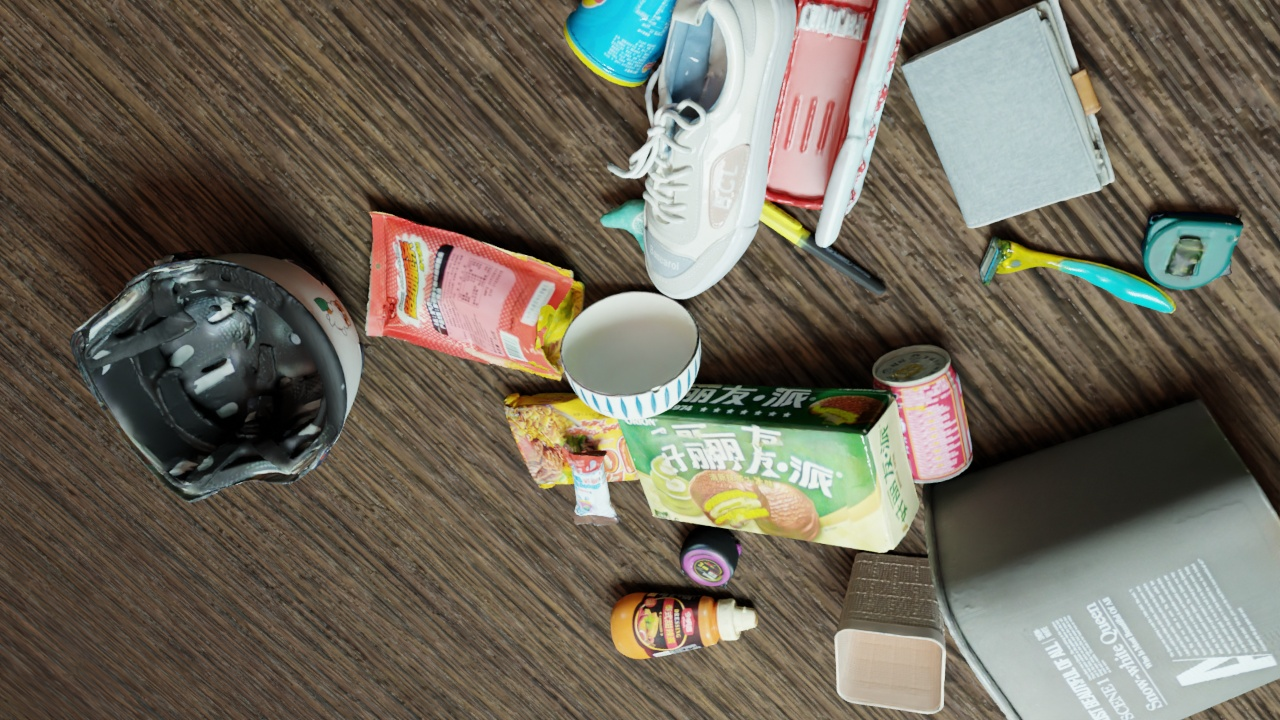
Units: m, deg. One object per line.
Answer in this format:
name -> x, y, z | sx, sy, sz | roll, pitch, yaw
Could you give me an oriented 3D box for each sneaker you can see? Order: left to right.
sneaker -> 0.035, -0.140, 0.635 | 0.089, 0.090, 0.243 | 36, 131, 29

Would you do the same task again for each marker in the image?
marker -> 0.140, -0.088, 0.717 | 0.124, 0.018, 0.015 | 33, 130, -2

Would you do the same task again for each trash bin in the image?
trash bin -> 0.359, 0.160, 0.688 | 0.220, 0.198, 0.199 | -30, 106, 26

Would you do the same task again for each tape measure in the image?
tape measure -> 0.068, 0.191, 0.899 | 0.057, 0.039, 0.058 | 17, 128, 10
tape measure -> 0.378, -0.076, 0.634 | 0.058, 0.025, 0.055 | 7, 121, 17

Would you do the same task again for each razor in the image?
razor -> 0.317, -0.060, 0.663 | 0.132, 0.028, 0.043 | 17, 147, 14

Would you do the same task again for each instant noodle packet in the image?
instant noodle packet -> -0.057, 0.075, 0.873 | 0.129, 0.044, 0.111 | -6, 121, 23

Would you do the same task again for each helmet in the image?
helmet -> -0.374, -0.002, 0.876 | 0.275, 0.156, 0.230 | -24, 107, 19

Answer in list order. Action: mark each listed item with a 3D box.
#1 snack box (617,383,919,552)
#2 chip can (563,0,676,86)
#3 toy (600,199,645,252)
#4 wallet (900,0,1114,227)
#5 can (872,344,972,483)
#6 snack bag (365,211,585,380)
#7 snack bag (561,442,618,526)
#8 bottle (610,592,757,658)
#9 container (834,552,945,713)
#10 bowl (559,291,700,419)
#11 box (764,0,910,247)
snack box -> 0.102, 0.084, 0.771 | 0.241, 0.063, 0.114 | 2, 122, 39
chip can -> 0.030, -0.282, 0.598 | 0.071, 0.071, 0.211 | 39, 130, -5
toy -> 0.026, -0.097, 0.749 | 0.097, 0.030, 0.092 | -17, 117, 20
wallet -> 0.251, -0.164, 0.621 | 0.107, 0.036, 0.130 | -15, 113, 38
can -> 0.225, 0.042, 0.734 | 0.067, 0.066, 0.094 | -8, 117, 24
snack bag -> -0.158, -0.056, 0.823 | 0.208, 0.073, 0.129 | 16, 119, 17
snack bag -> -0.047, 0.116, 0.855 | 0.045, 0.026, 0.105 | -1, 128, 8
bottle -> 0.047, 0.269, 0.943 | 0.150, 0.066, 0.067 | -9, 116, 17
container -> 0.228, 0.239, 0.824 | 0.090, 0.110, 0.090 | 2, 120, 19
bowl -> -0.005, 0.005, 0.774 | 0.116, 0.116, 0.066 | 6, 141, 17
box -> 0.119, -0.187, 0.618 | 0.094, 0.100, 0.201 | 15, 123, 10
